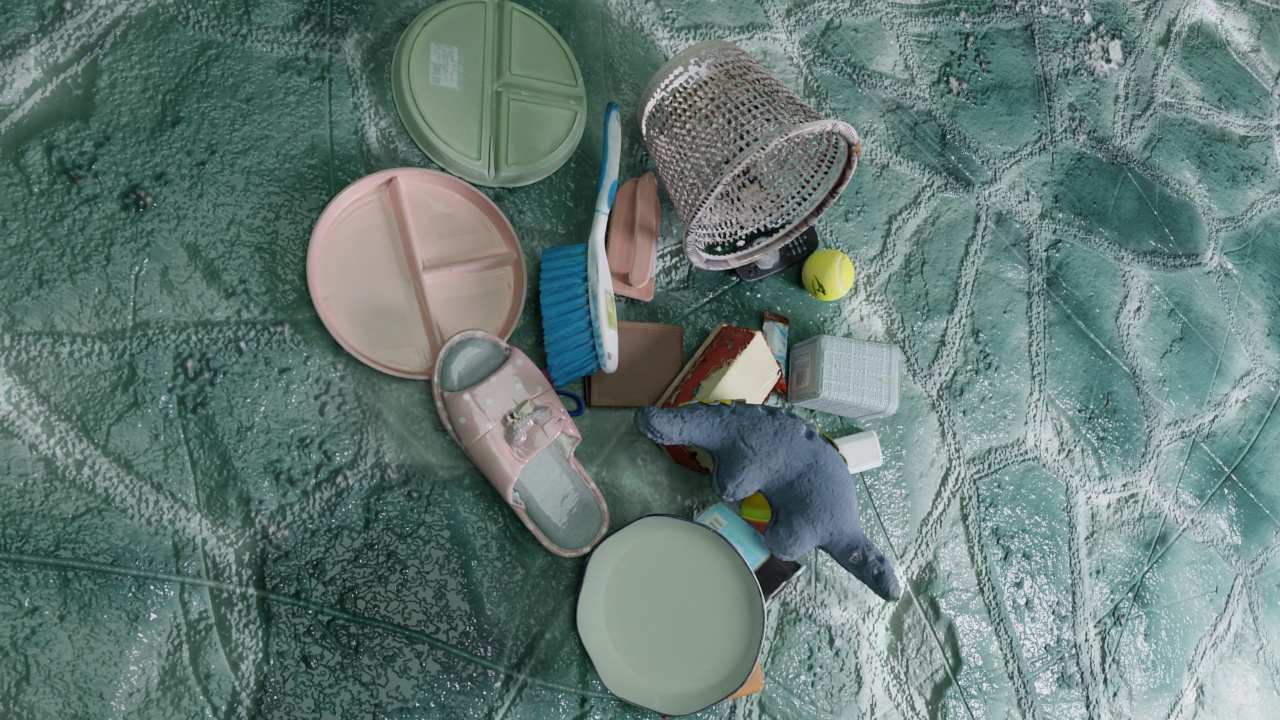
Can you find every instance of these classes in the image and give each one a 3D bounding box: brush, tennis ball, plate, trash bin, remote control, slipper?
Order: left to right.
[{"bbox_3d":[-0.234,-0.091,0.973,0.229,0.028,0.229,4,79,-23],"label":"plate"},{"bbox_3d":[-0.165,-0.310,1.043,0.230,0.028,0.230,5,78,-23],"label":"plate"},{"bbox_3d":[-0.120,0.090,0.957,0.114,0.054,0.274,-34,102,-18],"label":"slipper"},{"bbox_3d":[-0.059,-0.130,1.015,0.060,0.110,0.314,23,59,-65],"label":"brush"},{"bbox_3d":[-0.007,-0.144,1.059,0.063,0.073,0.145,13,74,-21],"label":"brush"},{"bbox_3d":[0.033,0.263,0.961,0.045,0.205,0.204,16,68,-67],"label":"plate"},{"bbox_3d":[0.103,-0.247,1.048,0.227,0.228,0.192,-20,65,-26],"label":"trash bin"},{"bbox_3d":[0.168,-0.137,1.161,0.136,0.024,0.053,-25,93,-24],"label":"remote control"},{"bbox_3d":[0.238,-0.109,1.164,0.065,0.066,0.065,4,79,-23],"label":"tennis ball"},{"bbox_3d":[0.250,0.122,1.153,0.124,0.024,0.049,-11,85,-24],"label":"remote control"}]

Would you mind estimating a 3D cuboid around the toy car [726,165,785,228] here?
[{"bbox_3d":[0.143,-0.206,1.157,0.090,0.034,0.042,46,70,5],"label":"toy car"}]

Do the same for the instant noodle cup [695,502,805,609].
[{"bbox_3d":[0.102,0.226,1.018,0.111,0.111,0.120,-39,72,-25],"label":"instant noodle cup"}]

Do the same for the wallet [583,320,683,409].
[{"bbox_3d":[-0.006,0.006,1.057,0.124,0.032,0.101,2,84,-23],"label":"wallet"}]

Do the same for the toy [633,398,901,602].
[{"bbox_3d":[0.153,0.126,0.980,0.356,0.092,0.137,39,53,-11],"label":"toy"}]

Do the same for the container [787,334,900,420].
[{"bbox_3d":[0.248,0.019,1.136,0.111,0.090,0.089,11,76,-19],"label":"container"}]

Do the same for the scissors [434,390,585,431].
[{"bbox_3d":[-0.134,0.072,0.998,0.162,0.012,0.176,-28,91,-24],"label":"scissors"}]

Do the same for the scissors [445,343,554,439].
[{"bbox_3d":[-0.160,0.038,0.982,0.137,0.017,0.093,-36,95,-20],"label":"scissors"}]

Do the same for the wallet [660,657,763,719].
[{"bbox_3d":[0.073,0.333,1.032,0.131,0.031,0.107,-4,81,-29],"label":"wallet"}]

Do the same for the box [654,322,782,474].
[{"bbox_3d":[0.093,0.042,1.052,0.168,0.077,0.091,-52,128,-23],"label":"box"}]

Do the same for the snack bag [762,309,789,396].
[{"bbox_3d":[0.167,-0.010,1.138,0.048,0.026,0.104,16,75,-33],"label":"snack bag"}]

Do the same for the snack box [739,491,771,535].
[{"bbox_3d":[0.178,0.174,1.082,0.091,0.082,0.080,-47,111,-25],"label":"snack box"}]
